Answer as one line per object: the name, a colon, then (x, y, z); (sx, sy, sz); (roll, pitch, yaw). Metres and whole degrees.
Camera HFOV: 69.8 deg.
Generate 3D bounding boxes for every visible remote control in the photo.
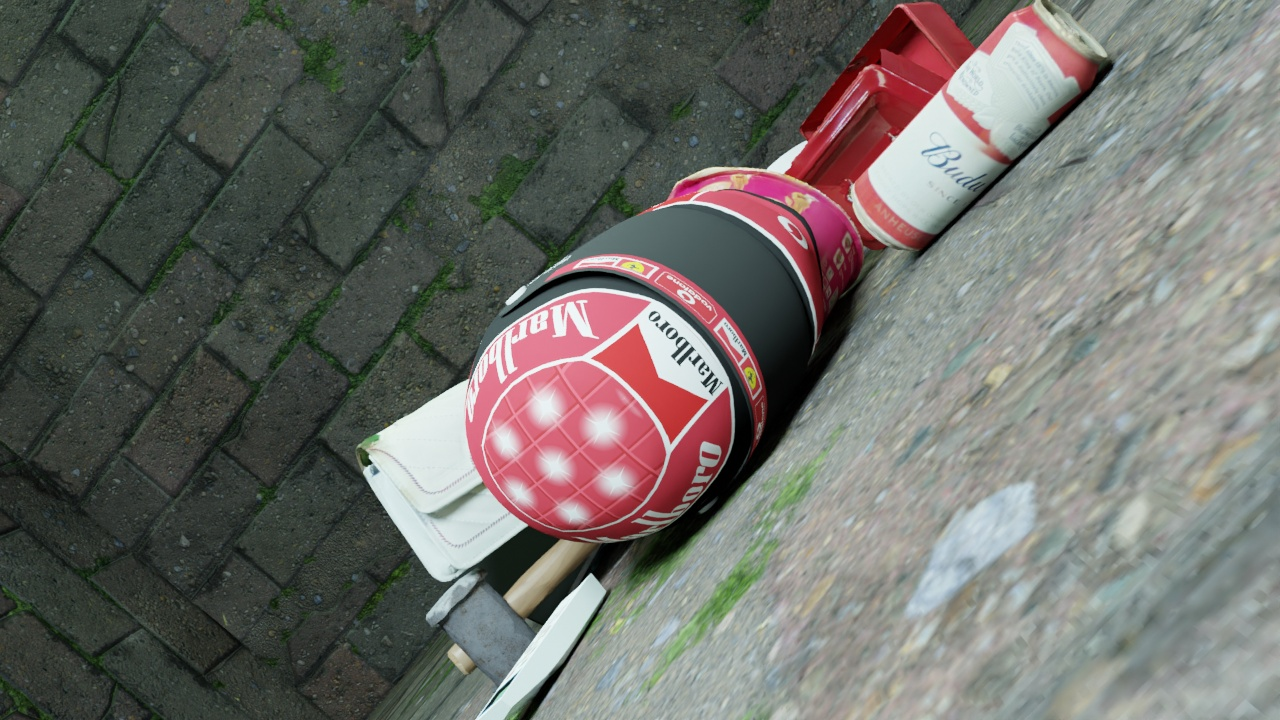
remote control: (-0.069, 0.217, 0.682); (0.050, 0.024, 0.143); (-50, -1, 36)

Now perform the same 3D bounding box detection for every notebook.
notebook: (-0.085, 0.148, 0.905); (0.149, 0.016, 0.206); (9, 60, 42)

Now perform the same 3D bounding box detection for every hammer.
hammer: (-0.037, 0.142, 0.799); (0.327, 0.098, 0.052); (-43, 0, -22)

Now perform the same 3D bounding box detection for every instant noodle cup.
instant noodle cup: (0.091, -0.070, 0.773); (0.179, 0.178, 0.077); (-49, 17, 58)

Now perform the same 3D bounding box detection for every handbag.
handbag: (-0.125, 0.080, 0.802); (0.198, 0.142, 0.096); (-35, -2, -29)

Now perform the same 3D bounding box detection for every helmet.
helmet: (-0.005, 0.013, 0.639); (0.272, 0.197, 0.224); (-40, 5, 30)

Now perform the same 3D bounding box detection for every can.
can: (0.213, -0.147, 0.595); (0.171, 0.067, 0.067); (-49, 1, 37)

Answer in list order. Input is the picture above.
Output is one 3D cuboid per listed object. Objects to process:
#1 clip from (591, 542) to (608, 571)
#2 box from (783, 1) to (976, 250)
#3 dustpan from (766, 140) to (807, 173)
clip: (-0.040, 0.182, 0.958); (0.121, 0.031, 0.130); (-45, 0, -4)
box: (0.213, -0.202, 0.781); (0.158, 0.147, 0.155); (-49, 19, 47)
dustpan: (0.167, -0.125, 0.999); (0.191, 0.053, 0.258); (-34, -25, -19)
